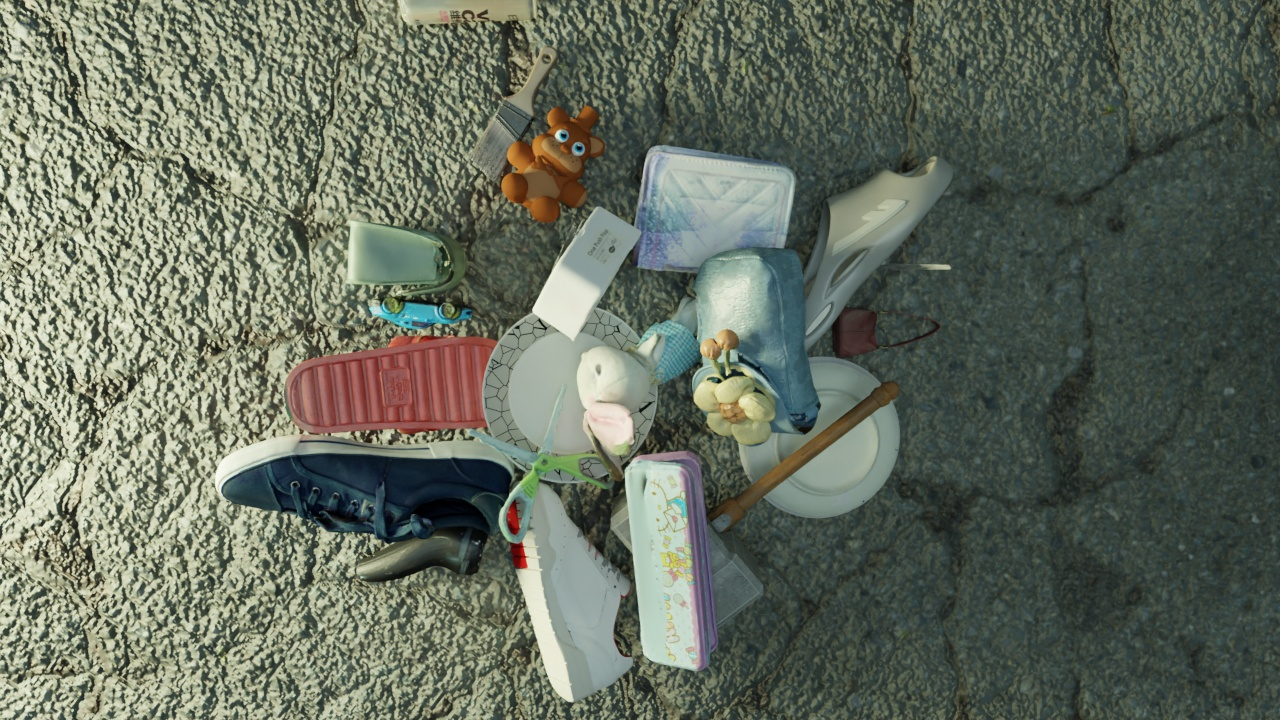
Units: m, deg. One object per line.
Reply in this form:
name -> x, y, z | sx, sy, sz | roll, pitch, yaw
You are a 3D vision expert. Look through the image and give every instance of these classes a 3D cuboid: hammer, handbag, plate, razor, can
hammer -> 0.139, 0.123, 0.958 | 0.318, 0.083, 0.162 | -39, 97, 9
handbag -> 0.104, -0.013, 0.898 | 0.118, 0.122, 0.192 | -21, 109, -42
handbag -> 0.074, -0.152, 0.961 | 0.158, 0.069, 0.127 | 6, 109, -4
plate -> -0.074, 0.034, 0.974 | 0.188, 0.016, 0.188 | 0, 91, -17
plate -> 0.200, 0.088, 1.005 | 0.182, 0.034, 0.182 | 0, 96, -4
handbag -> -0.231, -0.098, 0.911 | 0.106, 0.122, 0.067 | 7, 95, -5
razor -> -0.230, 0.211, 0.978 | 0.140, 0.053, 0.064 | -17, 98, 0
can -> -0.172, -0.369, 0.924 | 0.135, 0.054, 0.054 | -4, 96, -4
handbag -> 0.272, -0.033, 1.006 | 0.119, 0.029, 0.055 | -3, 98, -9

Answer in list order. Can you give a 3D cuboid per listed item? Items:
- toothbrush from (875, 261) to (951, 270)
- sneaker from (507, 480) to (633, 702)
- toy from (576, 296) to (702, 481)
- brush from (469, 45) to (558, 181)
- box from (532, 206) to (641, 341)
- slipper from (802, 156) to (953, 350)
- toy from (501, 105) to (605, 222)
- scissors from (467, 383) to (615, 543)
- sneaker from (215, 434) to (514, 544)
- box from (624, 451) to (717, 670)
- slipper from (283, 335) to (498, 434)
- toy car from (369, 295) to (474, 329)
toothbrush -> 0.266, -0.097, 0.918 | 0.010, 0.181, 0.010 | 37, 88, -12
sneaker -> -0.067, 0.233, 0.983 | 0.104, 0.090, 0.236 | -15, 87, -26
toy -> -0.006, 0.006, 0.940 | 0.105, 0.131, 0.205 | 32, 69, 4
brush -> -0.128, -0.260, 0.958 | 0.039, 0.012, 0.151 | 31, 92, -6
box -> -0.069, -0.097, 0.925 | 0.091, 0.103, 0.106 | 34, 53, -3
slipper -> 0.207, -0.121, 0.954 | 0.080, 0.113, 0.266 | 39, 98, -5
toy -> -0.084, -0.206, 0.943 | 0.095, 0.065, 0.127 | 36, 87, -13
scissors -> -0.099, 0.104, 0.934 | 0.171, 0.021, 0.172 | 23, 75, -23
sneaker -> -0.275, 0.145, 0.913 | 0.294, 0.127, 0.121 | 2, 139, -7
box -> 0.030, 0.198, 0.908 | 0.078, 0.065, 0.214 | -3, 101, 16
slipper -> -0.238, 0.026, 0.955 | 0.248, 0.059, 0.103 | -3, 94, -19
toy car -> -0.227, -0.049, 0.954 | 0.105, 0.048, 0.032 | 4, 94, -5
